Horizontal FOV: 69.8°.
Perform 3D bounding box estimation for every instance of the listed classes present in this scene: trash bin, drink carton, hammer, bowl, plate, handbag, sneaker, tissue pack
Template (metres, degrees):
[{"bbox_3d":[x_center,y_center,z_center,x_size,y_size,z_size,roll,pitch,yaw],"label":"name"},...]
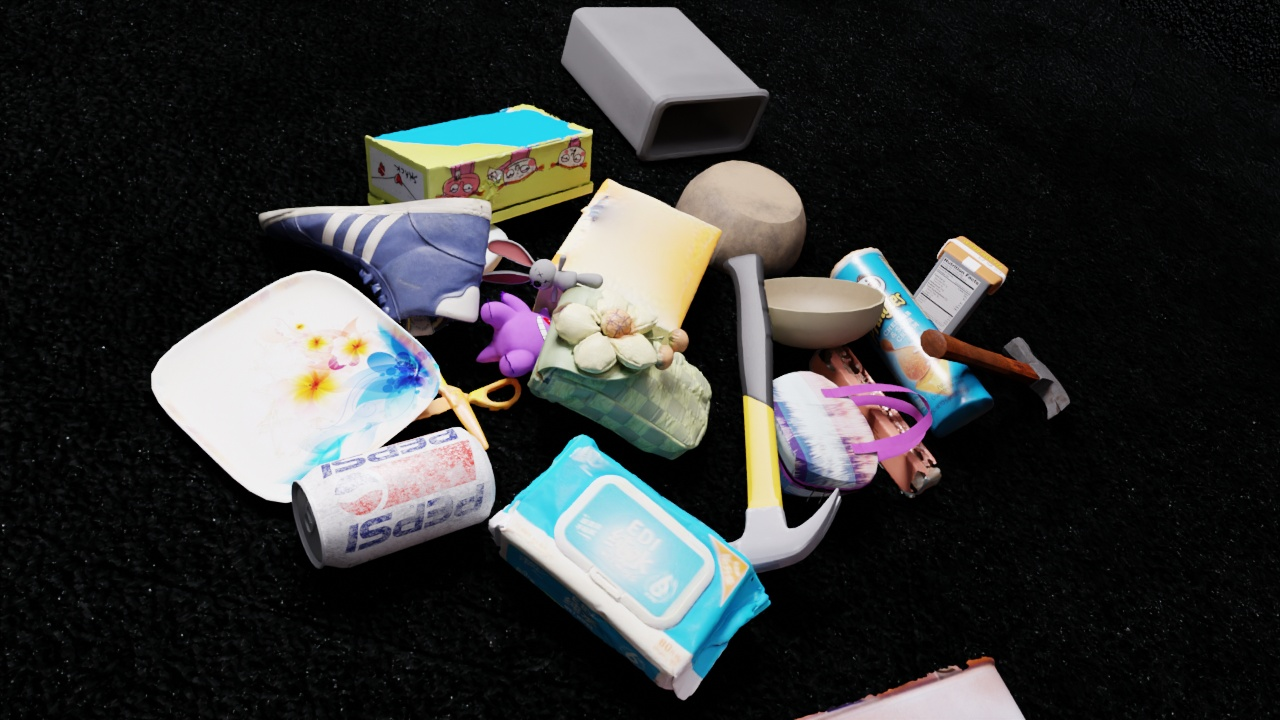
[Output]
[{"bbox_3d":[0.126,0.312,0.560,0.259,0.182,0.157,-5,52,-28],"label":"trash bin"},{"bbox_3d":[0.356,-0.073,1.061,0.076,0.125,0.048,41,46,17],"label":"drink carton"},{"bbox_3d":[0.107,0.035,0.837,0.127,0.029,0.322,-8,57,14],"label":"hammer"},{"bbox_3d":[0.185,-0.048,0.992,0.152,0.050,0.152,0,19,0],"label":"bowl"},{"bbox_3d":[-0.282,0.018,0.763,0.187,0.016,0.186,38,57,14],"label":"plate"},{"bbox_3d":[0.200,0.064,0.883,0.169,0.068,0.144,-9,52,-16],"label":"handbag"},{"bbox_3d":[0.126,-0.175,1.101,0.162,0.070,0.162,12,45,-12],"label":"bowl"},{"bbox_3d":[-0.005,0.005,0.827,0.186,0.117,0.113,30,50,-18],"label":"handbag"},{"bbox_3d":[-0.247,-0.081,0.859,0.233,0.118,0.091,-1,0,14],"label":"sneaker"},{"bbox_3d":[0.029,-0.377,1.236,0.191,0.098,0.219,-15,54,-33],"label":"trash bin"},{"bbox_3d":[-0.008,0.159,0.719,0.209,0.066,0.116,38,61,11],"label":"tissue pack"},{"bbox_3d":[0.382,0.004,0.990,0.300,0.028,0.111,11,41,-46],"label":"hammer"}]

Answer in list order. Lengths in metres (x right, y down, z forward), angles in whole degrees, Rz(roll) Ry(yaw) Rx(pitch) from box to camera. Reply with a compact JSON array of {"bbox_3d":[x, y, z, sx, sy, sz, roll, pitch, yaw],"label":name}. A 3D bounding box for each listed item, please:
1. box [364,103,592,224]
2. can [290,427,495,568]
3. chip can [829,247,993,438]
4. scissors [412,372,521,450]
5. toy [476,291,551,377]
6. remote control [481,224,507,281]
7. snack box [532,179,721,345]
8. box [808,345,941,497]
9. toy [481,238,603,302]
[{"bbox_3d":[-0.167,-0.206,0.982,0.124,0.082,0.220,30,38,33],"label":"box"},{"bbox_3d":[-0.186,0.104,0.697,0.135,0.078,0.078,-15,56,-33],"label":"can"},{"bbox_3d":[0.297,-0.022,1.024,0.079,0.080,0.229,-7,52,-28],"label":"chip can"},{"bbox_3d":[-0.166,0.032,0.822,0.125,0.011,0.130,-23,58,-39],"label":"scissors"},{"bbox_3d":[-0.108,-0.016,0.859,0.087,0.056,0.106,-7,69,-42],"label":"toy"},{"bbox_3d":[-0.181,-0.104,0.933,0.060,0.028,0.114,29,44,8],"label":"remote control"},{"bbox_3d":[-0.009,-0.099,0.963,0.145,0.081,0.194,24,44,1],"label":"snack box"},{"bbox_3d":[0.246,0.057,0.952,0.057,0.060,0.186,21,33,-54],"label":"box"},{"bbox_3d":[-0.091,-0.081,0.864,0.111,0.049,0.030,16,27,-1],"label":"toy"}]
